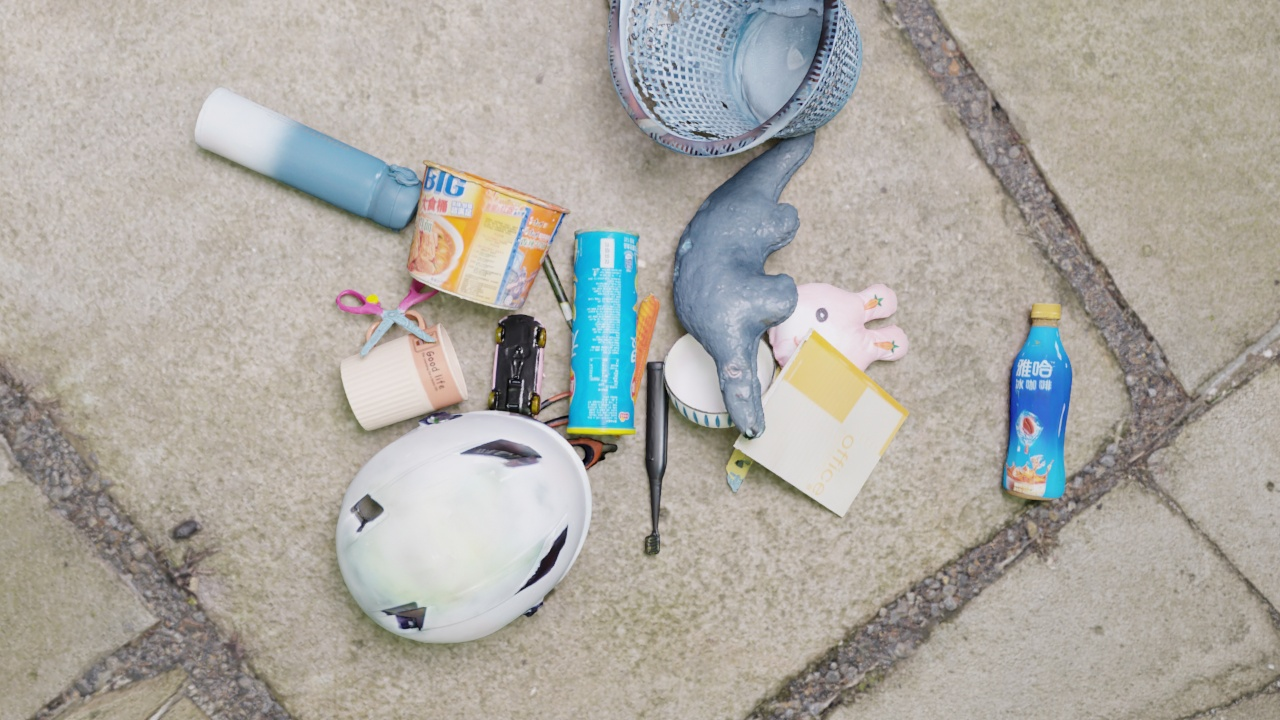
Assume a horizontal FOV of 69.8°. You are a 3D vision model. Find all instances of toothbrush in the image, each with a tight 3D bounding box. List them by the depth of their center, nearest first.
[{"bbox_3d":[-0.079,-0.059,0.984,0.012,0.017,0.186,-28,98,-38],"label":"toothbrush"},{"bbox_3d":[0.016,0.107,1.002,0.027,0.026,0.212,-2,95,-47],"label":"toothbrush"}]

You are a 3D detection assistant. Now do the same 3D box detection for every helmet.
[{"bbox_3d":[-0.180,0.165,0.891,0.259,0.146,0.229,-22,91,4],"label":"helmet"}]

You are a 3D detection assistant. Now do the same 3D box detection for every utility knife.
[{"bbox_3d":[0.135,0.071,1.024,0.031,0.018,0.163,27,94,-6],"label":"utility knife"}]

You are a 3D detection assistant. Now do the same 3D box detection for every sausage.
[{"bbox_3d":[-0.006,0.006,0.989,0.021,0.021,0.165,15,86,-8],"label":"sausage"}]

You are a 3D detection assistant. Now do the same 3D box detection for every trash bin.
[{"bbox_3d":[0.113,-0.301,0.884,0.227,0.194,0.226,3,96,31],"label":"trash bin"}]

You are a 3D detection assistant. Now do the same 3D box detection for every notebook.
[{"bbox_3d":[0.199,0.073,0.982,0.206,0.010,0.146,35,88,-38],"label":"notebook"}]

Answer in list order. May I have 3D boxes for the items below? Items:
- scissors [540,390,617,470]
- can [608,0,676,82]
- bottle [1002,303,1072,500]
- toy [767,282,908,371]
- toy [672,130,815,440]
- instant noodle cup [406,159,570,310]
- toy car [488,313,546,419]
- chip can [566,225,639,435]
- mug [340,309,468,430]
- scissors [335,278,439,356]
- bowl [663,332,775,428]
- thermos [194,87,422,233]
[{"bbox_3d":[-0.131,0.101,0.988,0.193,0.015,0.206,35,89,-9],"label":"scissors"},{"bbox_3d":[-0.002,-0.368,0.953,0.058,0.058,0.147,-17,96,-6],"label":"can"},{"bbox_3d":[0.451,0.045,1.035,0.065,0.065,0.218,3,93,-8],"label":"bottle"},{"bbox_3d":[0.218,-0.032,1.008,0.159,0.054,0.121,-16,87,-13],"label":"toy"},{"bbox_3d":[0.100,-0.092,0.947,0.138,0.091,0.355,3,69,20],"label":"toy"},{"bbox_3d":[-0.157,-0.122,0.910,0.151,0.151,0.111,19,99,-8],"label":"instant noodle cup"},{"bbox_3d":[-0.129,0.012,0.973,0.056,0.037,0.122,4,82,1],"label":"toy car"},{"bbox_3d":[-0.038,-0.028,0.951,0.071,0.071,0.210,2,85,-8],"label":"chip can"},{"bbox_3d":[-0.245,0.005,0.941,0.106,0.082,0.114,-19,69,-5],"label":"mug"},{"bbox_3d":[-0.249,-0.051,0.933,0.133,0.017,0.135,29,52,28],"label":"scissors"},{"bbox_3d":[0.084,0.025,0.975,0.116,0.066,0.116,-4,54,5],"label":"bowl"},{"bbox_3d":[-0.325,-0.199,0.919,0.220,0.070,0.070,23,90,-8],"label":"thermos"}]
